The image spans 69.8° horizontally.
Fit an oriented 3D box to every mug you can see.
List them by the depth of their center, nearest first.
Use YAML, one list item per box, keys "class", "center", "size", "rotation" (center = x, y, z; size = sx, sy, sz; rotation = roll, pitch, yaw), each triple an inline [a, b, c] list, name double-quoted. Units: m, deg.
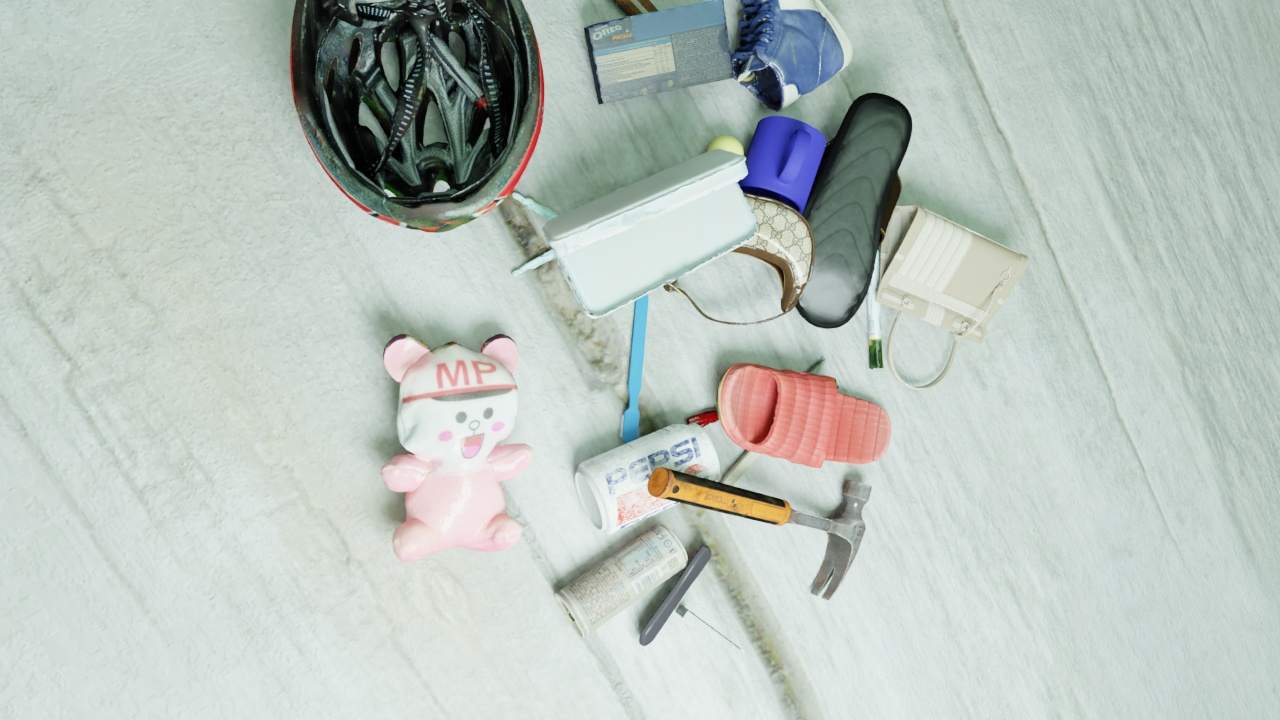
- class: "mug"
  center: [0.156, -0.213, 0.995]
  size: [0.079, 0.111, 0.083]
  rotation: [21, 81, -7]

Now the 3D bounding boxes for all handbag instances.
- class: "handbag"
  center: [0.099, -0.108, 0.985]
  size: [0.166, 0.063, 0.138]
  rotation: [13, 91, -2]
- class: "handbag"
  center: [0.350, -0.062, 1.097]
  size: [0.175, 0.062, 0.198]
  rotation: [18, 90, -23]

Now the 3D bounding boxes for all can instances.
- class: "can"
  center: [0.007, 0.119, 0.949]
  size: [0.136, 0.078, 0.078]
  rotation: [-21, 96, -20]
- class: "can"
  center: [-0.018, 0.226, 0.950]
  size: [0.135, 0.054, 0.054]
  rotation: [-32, 100, -18]

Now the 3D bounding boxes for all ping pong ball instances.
- class: "ping pong ball"
  center: [0.093, -0.227, 1.009]
  size: [0.040, 0.040, 0.040]
  rotation: [1, 88, -21]

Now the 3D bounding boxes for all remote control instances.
- class: "remote control"
  center: [0.036, 0.250, 0.979]
  size: [0.009, 0.046, 0.124]
  rotation: [32, 75, 22]

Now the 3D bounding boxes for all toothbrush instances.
- class: "toothbrush"
  center: [0.067, 0.268, 0.913]
  size: [0.010, 0.182, 0.010]
  rotation: [36, 80, -11]
- class: "toothbrush"
  center: [-0.006, 0.006, 0.984]
  size: [0.016, 0.014, 0.166]
  rotation: [8, 82, -20]

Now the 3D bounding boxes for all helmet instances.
- class: "helmet"
  center: [-0.196, -0.243, 0.831]
  size: [0.217, 0.167, 0.272]
  rotation: [-7, 84, -6]

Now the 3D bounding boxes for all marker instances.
- class: "marker"
  center: [0.277, -0.062, 1.087]
  size: [0.017, 0.017, 0.146]
  rotation: [-2, 90, -21]

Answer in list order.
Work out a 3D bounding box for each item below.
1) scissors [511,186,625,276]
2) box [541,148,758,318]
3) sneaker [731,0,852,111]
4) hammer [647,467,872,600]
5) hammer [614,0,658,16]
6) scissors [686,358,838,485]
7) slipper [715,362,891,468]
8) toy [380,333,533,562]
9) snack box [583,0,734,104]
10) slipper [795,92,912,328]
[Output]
- class: "scissors"
  center: [-0.058, -0.133, 0.967]
  size: [0.171, 0.023, 0.167]
  rotation: [35, 82, -16]
- class: "box"
  center: [0.020, -0.120, 0.925]
  size: [0.215, 0.106, 0.125]
  rotation: [-23, 116, -2]
- class: "sneaker"
  center: [0.122, -0.383, 1.003]
  size: [0.118, 0.091, 0.233]
  rotation: [-45, 112, -13]
- class: "hammer"
  center: [0.128, 0.169, 0.968]
  size: [0.314, 0.035, 0.137]
  rotation: [20, 84, -38]
- class: "hammer"
  center: [-0.062, -0.429, 0.961]
  size: [0.323, 0.033, 0.115]
  rotation: [41, 74, -16]
- class: "scissors"
  center: [0.136, 0.066, 1.033]
  size: [0.187, 0.015, 0.179]
  rotation: [17, 81, -20]
- class: "slipper"
  center: [0.194, 0.067, 1.018]
  size: [0.248, 0.059, 0.103]
  rotation: [16, 84, -27]
- class: "toy"
  center: [-0.178, 0.080, 0.878]
  size: [0.141, 0.084, 0.213]
  rotation: [-2, 91, -23]
- class: "snack box"
  center: [0.021, -0.325, 0.968]
  size: [0.150, 0.027, 0.082]
  rotation: [-13, 108, -10]
- class: "slipper"
  center: [0.235, -0.169, 1.046]
  size: [0.113, 0.075, 0.268]
  rotation: [16, 96, -2]
